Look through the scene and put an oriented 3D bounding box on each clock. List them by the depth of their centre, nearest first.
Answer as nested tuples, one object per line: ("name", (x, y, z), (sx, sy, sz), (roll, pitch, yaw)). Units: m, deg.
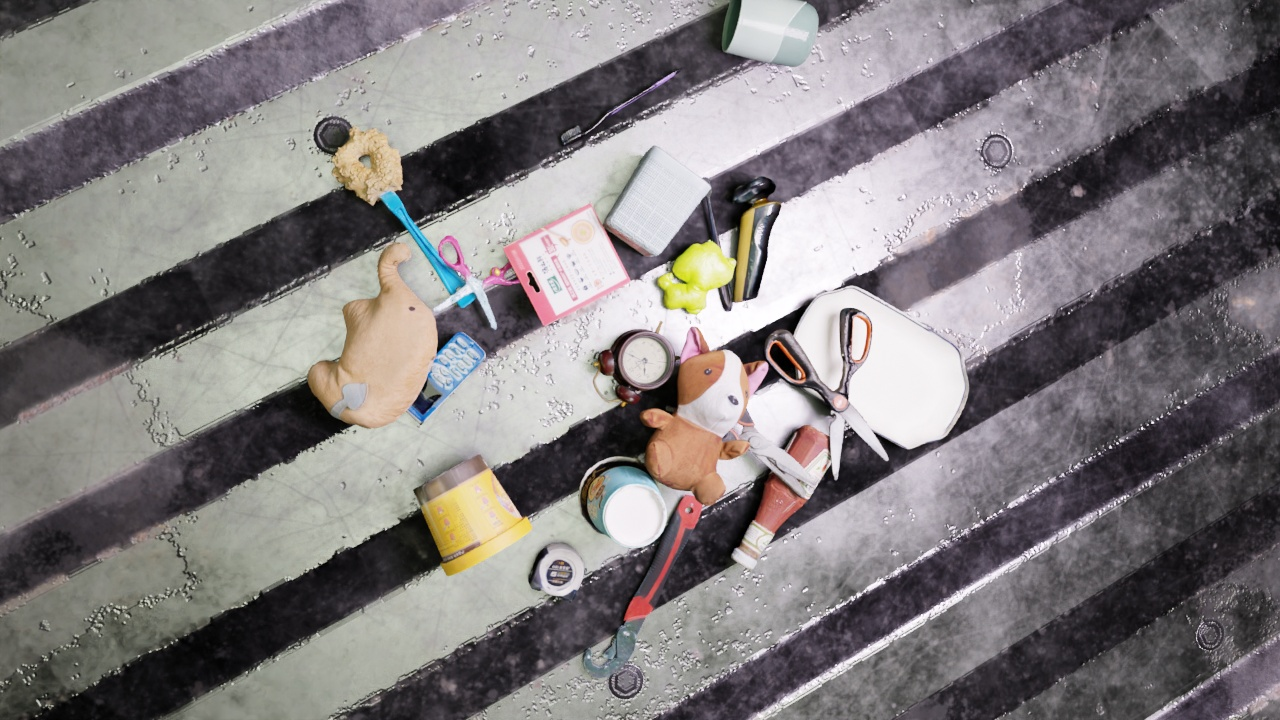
("clock", (-0.007, 0.007, 1.184), (0.122, 0.055, 0.082), (-35, 98, -10))

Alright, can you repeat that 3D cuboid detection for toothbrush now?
("toothbrush", (-0.025, -0.331, 1.189), (0.189, 0.014, 0.017), (-34, 85, -7))
("toothbrush", (0.101, -0.153, 1.219), (0.015, 0.018, 0.181), (-12, 97, -4))

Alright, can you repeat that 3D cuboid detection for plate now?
("plate", (0.323, 0.010, 1.254), (0.265, 0.034, 0.162), (28, 87, -10))

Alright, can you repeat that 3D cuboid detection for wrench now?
("wrench", (0.009, 0.302, 1.221), (0.056, 0.016, 0.273), (31, 87, -10))

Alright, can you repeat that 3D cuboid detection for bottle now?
("bottle", (0.188, 0.184, 1.224), (0.060, 0.060, 0.206), (33, 86, -10))

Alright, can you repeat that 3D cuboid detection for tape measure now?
("tape measure", (-0.106, 0.272, 1.190), (0.065, 0.033, 0.066), (24, 90, -12))

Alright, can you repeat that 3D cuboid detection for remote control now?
("remote control", (-0.252, 0.021, 1.157), (0.049, 0.024, 0.125), (44, 89, -9))

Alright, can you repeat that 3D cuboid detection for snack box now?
("snack box", (-0.095, -0.120, 1.169), (0.127, 0.044, 0.113), (-28, 97, -9))

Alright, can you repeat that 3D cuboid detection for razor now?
("razor", (0.145, -0.158, 1.212), (0.068, 0.062, 0.167), (10, 97, 20))

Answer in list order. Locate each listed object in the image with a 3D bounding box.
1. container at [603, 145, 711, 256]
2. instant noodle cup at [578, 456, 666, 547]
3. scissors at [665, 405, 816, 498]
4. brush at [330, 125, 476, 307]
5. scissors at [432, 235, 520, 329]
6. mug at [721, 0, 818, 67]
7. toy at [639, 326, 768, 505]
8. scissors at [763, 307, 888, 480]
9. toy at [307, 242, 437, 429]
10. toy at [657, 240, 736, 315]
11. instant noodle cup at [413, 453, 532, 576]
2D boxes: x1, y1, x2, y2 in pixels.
("container", (0.016, -0.197, 1.164), (0.090, 0.090, 0.111), (34, 89, -9))
("instant noodle cup", (-0.017, 0.182, 1.157), (0.111, 0.120, 0.111), (0, 92, -10))
("scissors", (0.129, 0.106, 1.203), (0.199, 0.015, 0.204), (-10, 83, 5))
("brush", (-0.289, -0.174, 1.139), (0.083, 0.046, 0.254), (-37, 102, -11))
("scissors", (-0.206, -0.101, 1.151), (0.133, 0.017, 0.134), (-35, 109, -19))
("mug", (0.168, -0.440, 1.190), (0.106, 0.082, 0.111), (9, 59, -10))
("toy", (0.078, 0.069, 1.147), (0.140, 0.131, 0.199), (30, 77, -19))
("scissors", (0.257, 0.032, 1.203), (0.221, 0.022, 0.227), (32, 81, -4))
("toy", (-0.309, -0.027, 1.114), (0.143, 0.082, 0.226), (26, 87, 5))
("toy", (0.073, -0.110, 1.201), (0.096, 0.031, 0.100), (11, 97, -6))
("instant noodle cup", (-0.212, 0.186, 1.129), (0.118, 0.118, 0.114), (-29, 90, -8))
